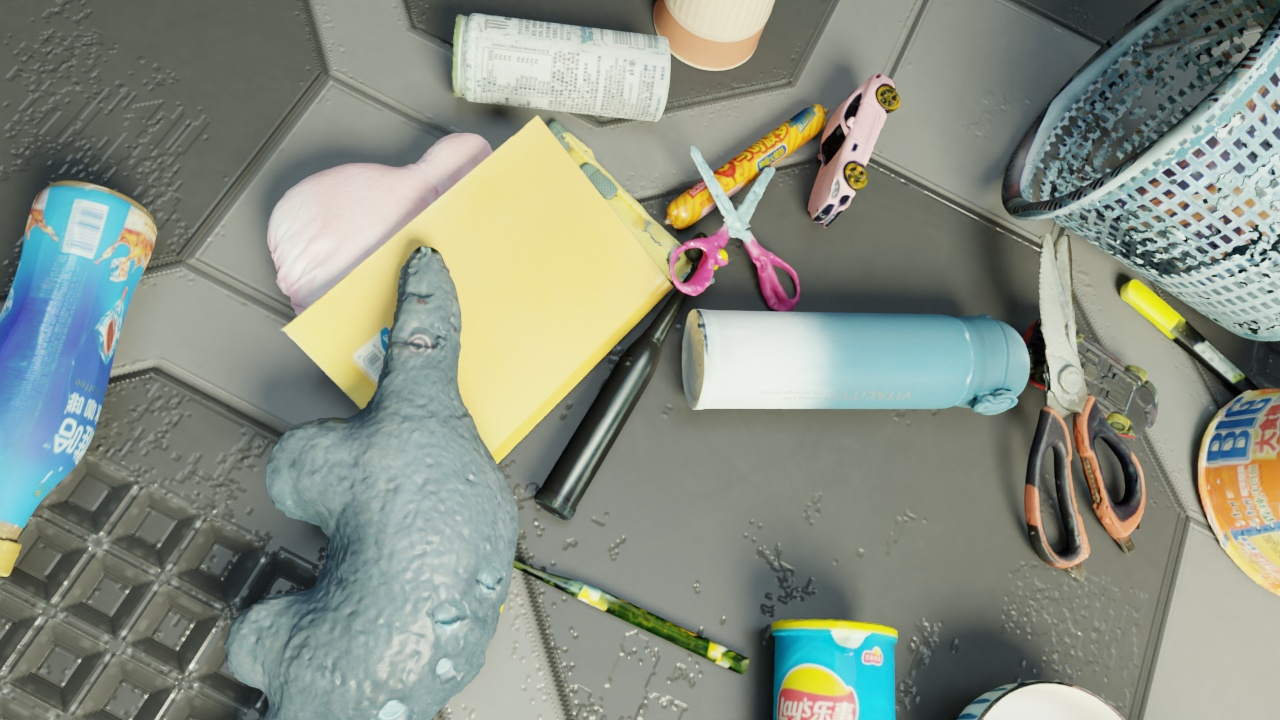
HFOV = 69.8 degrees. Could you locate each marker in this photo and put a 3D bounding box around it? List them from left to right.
[{"bbox_3d":[0.401,-0.014,0.669,0.124,0.015,0.018,42,68,3],"label":"marker"}]

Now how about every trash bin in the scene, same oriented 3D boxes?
[{"bbox_3d":[0.399,-0.125,0.617,0.195,0.227,0.226,39,69,-8],"label":"trash bin"}]

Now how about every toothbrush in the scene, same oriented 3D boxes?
[{"bbox_3d":[-0.020,0.140,0.545,0.186,0.012,0.017,25,58,0],"label":"toothbrush"},{"bbox_3d":[-0.003,0.003,0.584,0.027,0.026,0.212,41,68,-28],"label":"toothbrush"}]

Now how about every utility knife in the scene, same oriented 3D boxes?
[{"bbox_3d":[-0.012,-0.105,0.634,0.031,0.018,0.162,-43,87,-16],"label":"utility knife"}]

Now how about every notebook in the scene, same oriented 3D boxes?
[{"bbox_3d":[-0.089,-0.034,0.567,0.206,0.010,0.146,-46,107,-20],"label":"notebook"}]

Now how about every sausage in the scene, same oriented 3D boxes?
[{"bbox_3d":[0.078,-0.140,0.654,0.165,0.021,0.021,-38,80,-20],"label":"sausage"}]

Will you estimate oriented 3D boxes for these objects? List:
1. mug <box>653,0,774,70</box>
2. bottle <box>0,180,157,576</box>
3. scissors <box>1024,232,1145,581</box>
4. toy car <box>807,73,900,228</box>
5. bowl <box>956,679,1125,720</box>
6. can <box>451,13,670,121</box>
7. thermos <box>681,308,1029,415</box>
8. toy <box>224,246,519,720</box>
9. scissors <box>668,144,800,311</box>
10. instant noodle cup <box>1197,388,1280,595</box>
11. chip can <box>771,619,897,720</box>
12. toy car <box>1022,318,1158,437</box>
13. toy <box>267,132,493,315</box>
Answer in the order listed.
[{"bbox_3d":[0.046,-0.282,0.654,0.114,0.106,0.081,32,68,2],"label":"mug"},{"bbox_3d":[-0.332,0.008,0.512,0.065,0.065,0.218,8,71,-7],"label":"bottle"},{"bbox_3d":[0.290,0.027,0.599,0.193,0.015,0.206,33,82,-12],"label":"scissors"},{"bbox_3d":[0.147,-0.152,0.652,0.037,0.056,0.122,26,69,-4],"label":"toy car"},{"bbox_3d":[0.221,0.242,0.520,0.116,0.066,0.116,3,71,-9],"label":"bowl"},{"bbox_3d":[-0.054,-0.202,0.635,0.146,0.058,0.058,4,70,-8],"label":"can"},{"bbox_3d":[0.139,0.001,0.592,0.220,0.070,0.070,1,70,-9],"label":"thermos"},{"bbox_3d":[-0.139,0.110,0.490,0.138,0.091,0.356,17,78,2],"label":"toy"},{"bbox_3d":[0.068,-0.083,0.618,0.135,0.017,0.133,42,60,-16],"label":"scissors"},{"bbox_3d":[0.465,0.078,0.589,0.151,0.112,0.151,3,74,-9],"label":"instant noodle cup"},{"bbox_3d":[0.104,0.250,0.494,0.071,0.071,0.210,7,70,-7],"label":"chip can"},{"bbox_3d":[0.308,0.014,0.633,0.106,0.031,0.049,31,70,-3],"label":"toy car"},{"bbox_3d":[-0.150,-0.077,0.577,0.159,0.054,0.121,-30,87,-17],"label":"toy"}]
